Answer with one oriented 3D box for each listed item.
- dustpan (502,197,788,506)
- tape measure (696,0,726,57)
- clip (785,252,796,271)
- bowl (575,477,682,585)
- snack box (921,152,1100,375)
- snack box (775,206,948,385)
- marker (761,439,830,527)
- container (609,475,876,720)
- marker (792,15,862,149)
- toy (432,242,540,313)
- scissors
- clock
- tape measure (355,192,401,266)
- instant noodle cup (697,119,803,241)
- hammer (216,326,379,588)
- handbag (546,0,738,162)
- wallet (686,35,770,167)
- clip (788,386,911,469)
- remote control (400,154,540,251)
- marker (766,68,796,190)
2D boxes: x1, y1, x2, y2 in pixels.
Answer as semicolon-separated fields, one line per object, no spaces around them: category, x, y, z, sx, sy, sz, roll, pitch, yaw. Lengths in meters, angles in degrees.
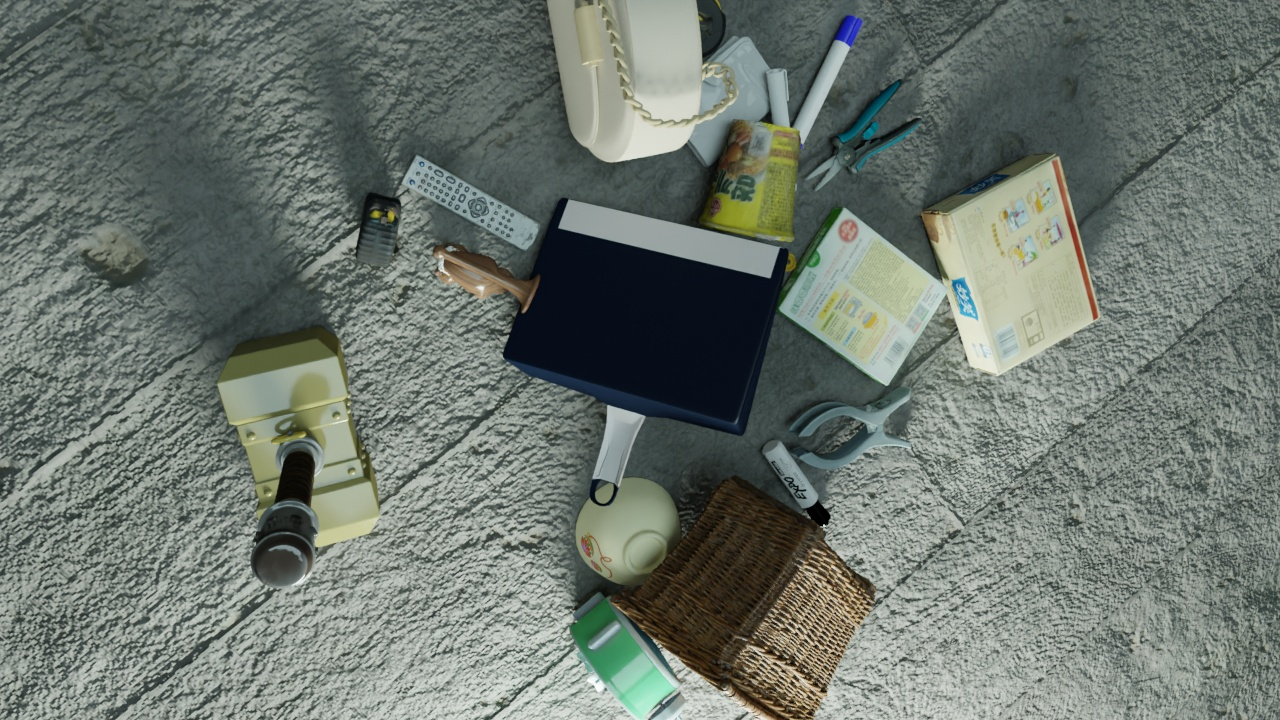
dustpan;-0.005;0.005;0.886;0.236;0.080;0.272;15;79;16
tape measure;0.045;-0.327;0.890;0.072;0.042;0.071;-2;100;-19
clip;0.142;-0.105;0.986;0.046;0.035;0.053;-12;105;5
bowl;-0.003;0.192;0.977;0.118;0.074;0.118;-4;103;-16
snack box;0.426;-0.110;1.050;0.153;0.055;0.207;-28;109;-9
snack box;0.246;-0.069;1.019;0.168;0.027;0.132;32;91;-21
marker;0.181;0.143;1.049;0.025;0.025;0.126;-38;110;-6
container;0.126;0.253;0.953;0.183;0.162;0.250;-54;138;-9
marker;0.191;-0.289;0.954;0.020;0.020;0.141;24;95;-21
toy;-0.151;-0.082;0.876;0.102;0.055;0.041;24;79;-13
scissors;0.242;-0.240;0.982;0.122;0.019;0.149;10;105;-23
clock;-0.008;0.333;0.981;0.075;0.122;0.161;-39;107;-7
tape measure;-0.236;-0.118;0.837;0.038;0.067;0.063;11;99;-19
instant noodle cup;0.115;-0.179;0.910;0.102;0.102;0.108;6;104;-18
hammer;-0.276;0.098;0.736;0.100;0.325;0.190;-14;106;-14
handbag;-0.012;-0.283;0.793;0.103;0.209;0.211;-14;106;-17
wallet;0.086;-0.262;0.923;0.116;0.032;0.086;-48;113;-2
clip;0.243;0.095;1.048;0.163;0.028;0.108;-14;108;-21
remote control;-0.160;-0.150;0.881;0.136;0.013;0.033;28;93;-21
marker;0.147;-0.232;0.941;0.020;0.017;0.134;-17;120;-7
